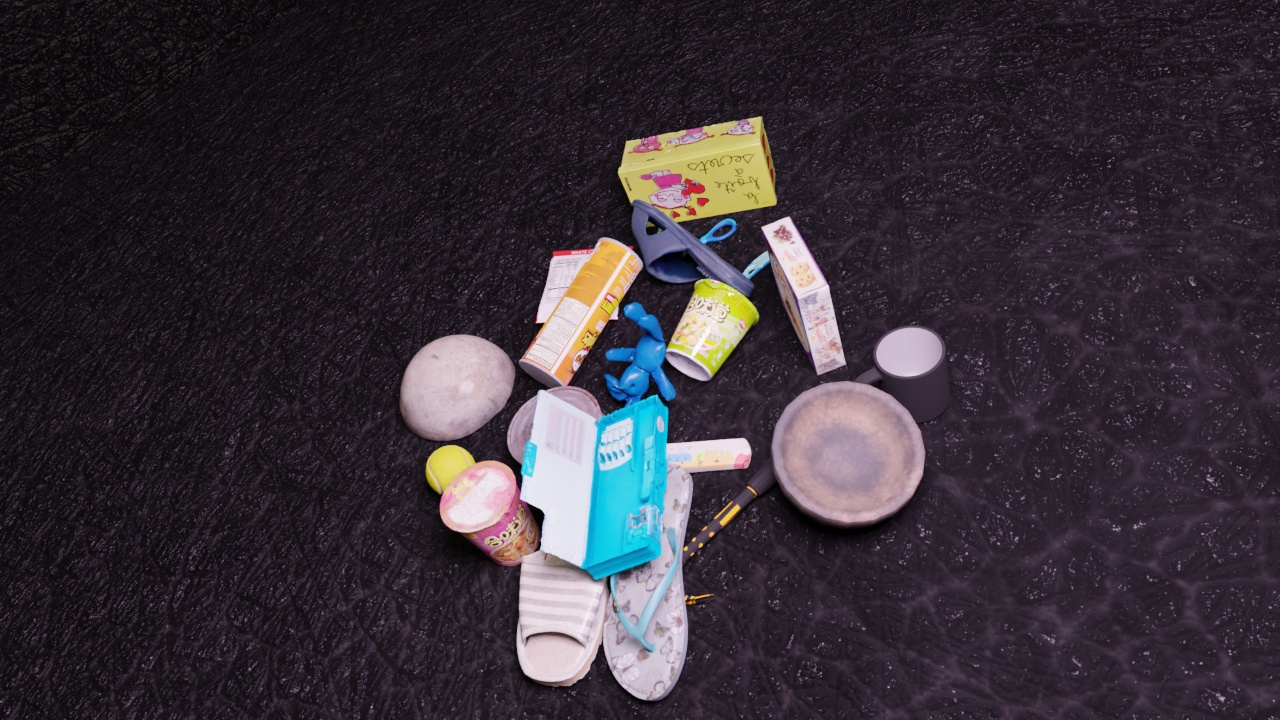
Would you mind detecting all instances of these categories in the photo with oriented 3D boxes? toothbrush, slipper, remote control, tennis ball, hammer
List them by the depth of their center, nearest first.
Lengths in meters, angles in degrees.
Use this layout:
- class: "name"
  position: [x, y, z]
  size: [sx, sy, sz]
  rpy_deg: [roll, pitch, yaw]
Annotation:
- class: "slipper"
  position: [0.002, 0.231, 1.008]
  size: [0.098, 0.055, 0.268]
  rpy_deg: [-12, 54, 27]
- class: "hammer"
  position: [0.132, 0.153, 1.061]
  size: [0.320, 0.036, 0.123]
  rpy_deg: [-41, 48, -11]
- class: "slipper"
  position: [-0.082, 0.239, 1.067]
  size: [0.115, 0.054, 0.271]
  rpy_deg: [-10, 47, 22]
- class: "remote control"
  position: [0.073, 0.118, 1.126]
  size: [0.126, 0.018, 0.038]
  rpy_deg: [-7, 49, 16]
- class: "tennis ball"
  position: [-0.249, 0.146, 1.208]
  size: [0.065, 0.065, 0.065]
  rpy_deg: [-12, 47, 13]
- class: "toothbrush"
  position: [0.153, -0.121, 1.301]
  size: [0.135, 0.017, 0.022]
  rpy_deg: [-44, 41, -16]
- class: "slipper"
  position: [0.058, -0.141, 1.307]
  size: [0.082, 0.101, 0.263]
  rpy_deg: [-54, 47, 10]

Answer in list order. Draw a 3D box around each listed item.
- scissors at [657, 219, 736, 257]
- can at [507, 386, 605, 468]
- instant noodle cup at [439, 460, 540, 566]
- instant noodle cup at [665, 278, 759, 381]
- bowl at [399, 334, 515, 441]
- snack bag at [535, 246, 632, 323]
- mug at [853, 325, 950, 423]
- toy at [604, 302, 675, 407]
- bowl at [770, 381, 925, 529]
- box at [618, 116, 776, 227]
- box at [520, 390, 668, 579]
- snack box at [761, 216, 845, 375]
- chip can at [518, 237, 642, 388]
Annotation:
- class: "scissors"
  position: [0.083, -0.181, 1.388]
  size: [0.139, 0.011, 0.134]
  rpy_deg: [-30, 46, -2]
- class: "can"
  position: [-0.106, 0.098, 1.203]
  size: [0.130, 0.044, 0.129]
  rpy_deg: [-12, 47, 13]
- class: "instant noodle cup"
  position: [-0.173, 0.191, 1.105]
  size: [0.098, 0.109, 0.097]
  rpy_deg: [-12, 47, 13]
- class: "instant noodle cup"
  position: [0.088, -0.035, 1.209]
  size: [0.099, 0.099, 0.107]
  rpy_deg: [20, 70, 35]
- class: "bowl"
  position: [-0.276, 0.024, 1.319]
  size: [0.178, 0.081, 0.178]
  rpy_deg: [-11, 49, 13]
- class: "snack bag"
  position: [-0.086, -0.117, 1.385]
  size: [0.131, 0.039, 0.143]
  rpy_deg: [-2, 53, 16]
- class: "mug"
  position: [0.298, 0.024, 1.061]
  size: [0.113, 0.088, 0.078]
  rpy_deg: [-23, 46, 3]
- class: "toy"
  position: [-0.007, 0.007, 1.187]
  size: [0.070, 0.177, 0.113]
  rpy_deg: [-9, 32, -37]
- class: "bowl"
  position: [0.224, 0.109, 1.007]
  size: [0.162, 0.070, 0.162]
  rpy_deg: [-3, 64, 5]
- class: "box"
  position: [0.091, -0.286, 1.403]
  size: [0.221, 0.124, 0.082]
  rpy_deg: [-4, 50, 18]
- class: "box"
  position: [-0.051, 0.138, 1.062]
  size: [0.169, 0.086, 0.226]
  rpy_deg: [2, 43, 2]
- class: "snack box"
  position: [0.205, -0.081, 1.153]
  size: [0.040, 0.148, 0.143]
  rpy_deg: [-21, 45, 4]
- class: "chip can"
  position: [-0.082, -0.066, 1.291]
  size: [0.075, 0.075, 0.214]
  rpy_deg: [20, 70, 35]
